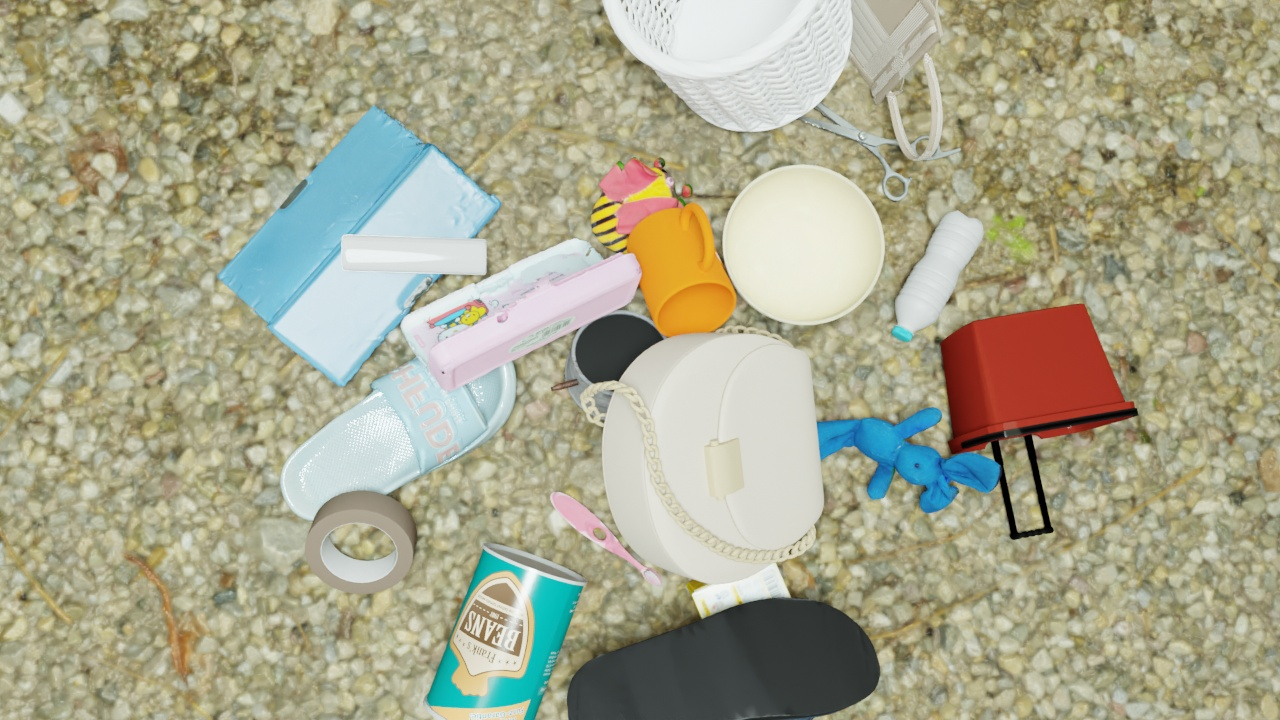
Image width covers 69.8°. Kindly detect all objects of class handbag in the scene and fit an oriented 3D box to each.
[{"bbox_3d":[0.064,0.081,0.805,0.208,0.103,0.211,-13,100,-36],"label":"handbag"},{"bbox_3d":[0.241,-0.284,0.853,0.062,0.176,0.198,-12,87,-5],"label":"handbag"}]

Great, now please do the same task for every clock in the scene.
[{"bbox_3d":[-0.005,0.005,0.855,0.148,0.056,0.103,4,60,0],"label":"clock"}]

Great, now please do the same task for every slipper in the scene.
[{"bbox_3d":[-0.220,0.063,0.838,0.245,0.074,0.104,-34,88,-5],"label":"slipper"},{"bbox_3d":[0.068,0.280,0.776,0.265,0.084,0.108,-10,47,-14],"label":"slipper"}]

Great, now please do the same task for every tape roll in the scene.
[{"bbox_3d":[-0.250,0.164,0.824,0.093,0.030,0.094,-2,117,-5],"label":"tape roll"}]

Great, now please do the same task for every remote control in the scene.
[{"bbox_3d":[-0.207,-0.097,0.845,0.130,0.012,0.033,0,95,-15],"label":"remote control"}]

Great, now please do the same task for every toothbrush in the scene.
[{"bbox_3d":[-0.032,0.169,0.867,0.135,0.016,0.021,39,83,1],"label":"toothbrush"}]

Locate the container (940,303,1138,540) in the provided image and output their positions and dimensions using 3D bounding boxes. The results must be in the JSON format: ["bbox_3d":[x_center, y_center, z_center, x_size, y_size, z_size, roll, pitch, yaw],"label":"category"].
[{"bbox_3d":[0.368,0.062,0.854,0.148,0.127,0.200,-9,78,-5],"label":"container"}]

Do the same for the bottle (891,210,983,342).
[{"bbox_3d":[0.287,-0.080,0.898,0.044,0.044,0.136,31,83,0],"label":"bottle"}]

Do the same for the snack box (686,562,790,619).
[{"bbox_3d":[0.102,0.241,0.845,0.083,0.061,0.105,-23,86,-5],"label":"snack box"}]

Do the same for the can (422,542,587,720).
[{"bbox_3d":[-0.118,0.247,0.812,0.099,0.099,0.144,20,83,-1],"label":"can"}]

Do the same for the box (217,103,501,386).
[{"bbox_3d":[-0.268,-0.114,0.864,0.175,0.060,0.231,39,84,2],"label":"box"}]

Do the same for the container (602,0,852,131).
[{"bbox_3d":[0.085,-0.316,0.811,0.189,0.186,0.189,0,89,19],"label":"container"}]

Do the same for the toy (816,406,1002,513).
[{"bbox_3d":[0.242,0.096,0.866,0.176,0.113,0.070,17,46,18],"label":"toy"}]

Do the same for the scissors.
[{"bbox_3d":[0.239,-0.229,0.926,0.130,0.014,0.153,-34,90,-6],"label":"scissors"}]

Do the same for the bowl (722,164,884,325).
[{"bbox_3d":[0.147,-0.103,0.876,0.150,0.075,0.150,0,83,-4],"label":"bowl"}]

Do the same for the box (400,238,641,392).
[{"bbox_3d":[-0.111,-0.058,0.821,0.201,0.111,0.101,-28,75,-18],"label":"box"}]

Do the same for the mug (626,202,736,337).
[{"bbox_3d":[0.040,-0.091,0.834,0.077,0.113,0.095,-5,51,-19],"label":"mug"}]

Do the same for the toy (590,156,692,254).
[{"bbox_3d":[-0.003,-0.152,0.890,0.103,0.046,0.084,-44,102,-2],"label":"toy"}]
